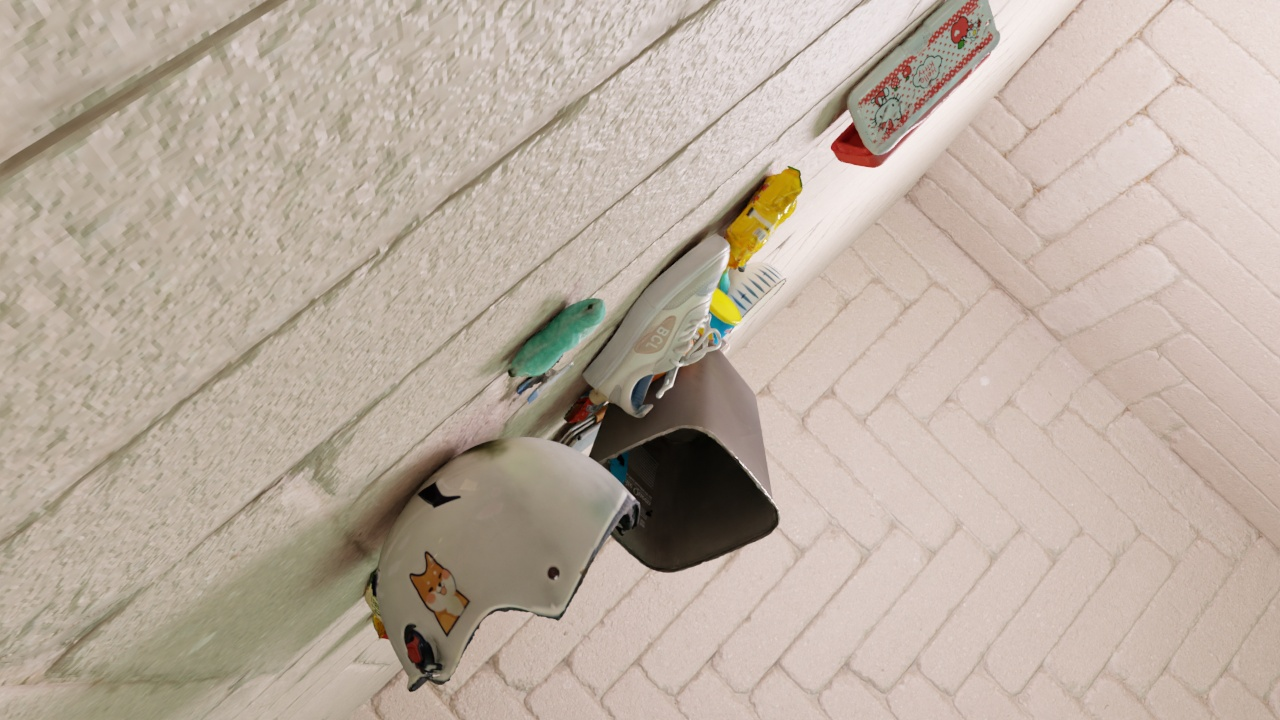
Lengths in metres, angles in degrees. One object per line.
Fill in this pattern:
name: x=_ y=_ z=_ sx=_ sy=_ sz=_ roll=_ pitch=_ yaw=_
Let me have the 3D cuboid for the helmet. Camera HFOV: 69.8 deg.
helmet: x=-0.142 y=0.165 z=0.838 sx=0.275 sy=0.157 sz=0.229 roll=-36 pitch=180 yaw=27

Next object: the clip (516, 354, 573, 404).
clip: x=-0.086 y=0.016 z=0.837 sx=0.058 sy=0.037 sz=0.026 roll=-43 pitch=171 yaw=-16

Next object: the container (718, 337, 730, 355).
container: x=0.070 y=-0.003 z=1.381 sx=0.089 sy=0.090 sz=0.111 roll=-41 pitch=169 yaw=-29

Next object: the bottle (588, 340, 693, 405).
bottle: x=-0.007 y=0.006 z=1.105 sx=0.150 sy=0.067 sz=0.066 roll=-39 pitch=176 yaw=25

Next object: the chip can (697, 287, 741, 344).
chip can: x=0.042 y=-0.008 z=1.248 sx=0.211 sy=0.071 sz=0.071 roll=-47 pitch=173 yaw=26

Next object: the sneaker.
sneaker: x=0.032 y=-0.026 z=0.977 sx=0.243 sy=0.091 sz=0.089 roll=-50 pitch=172 yaw=38

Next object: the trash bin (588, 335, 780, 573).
trash bin: x=0.050 y=0.106 z=1.137 sx=0.199 sy=0.199 sz=0.219 roll=-28 pitch=-151 yaw=24

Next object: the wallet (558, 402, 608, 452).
wallet: x=-0.080 y=0.101 z=1.328 sx=0.129 sy=0.037 sz=0.107 roll=-34 pitch=168 yaw=-48

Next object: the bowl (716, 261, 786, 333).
bowl: x=0.149 y=-0.100 z=1.331 sx=0.116 sy=0.066 sz=0.116 roll=-43 pitch=172 yaw=-7

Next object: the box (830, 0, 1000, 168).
box: x=0.282 y=-0.306 z=0.979 sx=0.201 sy=0.100 sz=0.094 roll=-44 pitch=-145 yaw=-9

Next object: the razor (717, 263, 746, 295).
razor: x=0.120 y=-0.116 z=1.224 sx=0.133 sy=0.028 sz=0.043 roll=108 pitch=-2 yaw=-71

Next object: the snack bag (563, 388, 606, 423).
snack bag: x=-0.062 y=0.053 z=1.183 sx=0.045 sy=0.026 sz=0.105 roll=-56 pitch=171 yaw=22

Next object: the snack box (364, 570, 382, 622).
snack box: x=-0.218 y=0.219 z=1.110 sx=0.239 sy=0.063 sz=0.115 roll=-40 pitch=172 yaw=-32

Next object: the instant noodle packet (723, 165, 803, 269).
instant noodle packet: x=0.128 y=-0.151 z=0.986 sx=0.111 sy=0.044 sz=0.128 roll=-51 pitch=177 yaw=3

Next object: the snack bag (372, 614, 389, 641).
snack bag: x=-0.301 y=0.334 z=1.360 sx=0.129 sy=0.073 sz=0.207 roll=-43 pitch=180 yaw=29

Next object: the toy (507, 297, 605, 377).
toy: x=-0.067 y=-0.015 z=0.723 sx=0.092 sy=0.030 sz=0.096 roll=-38 pitch=180 yaw=-10
